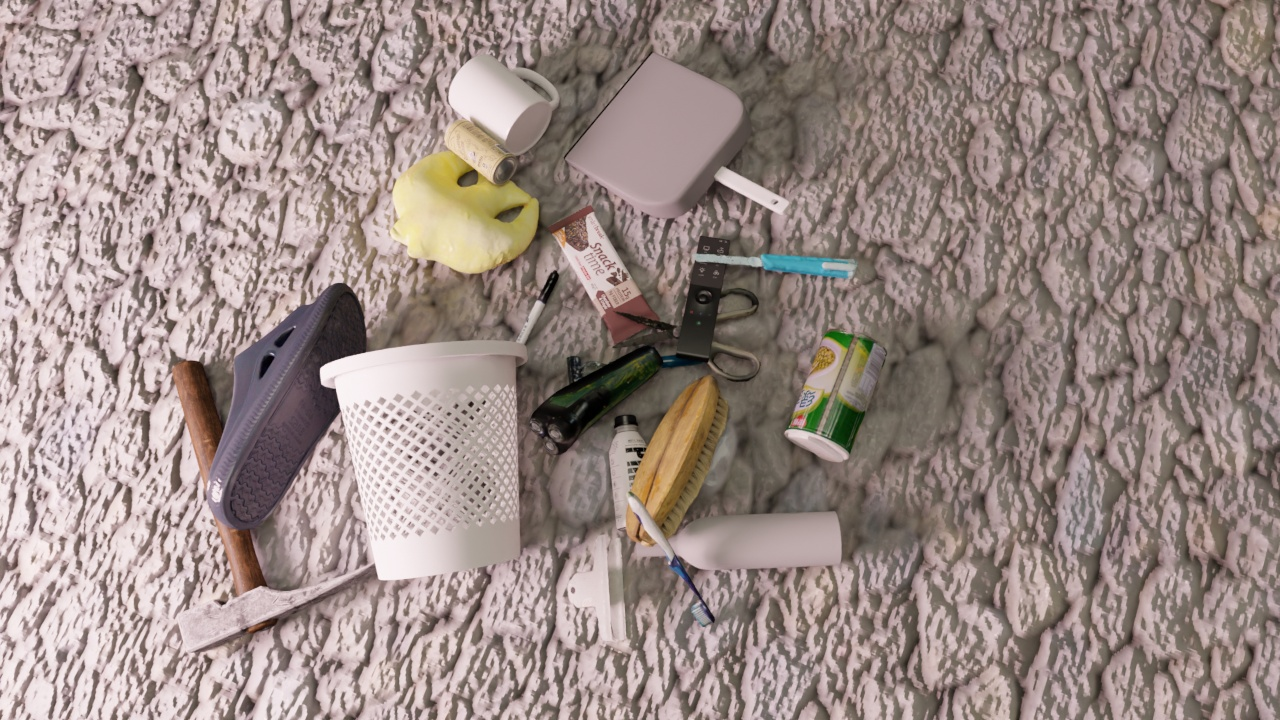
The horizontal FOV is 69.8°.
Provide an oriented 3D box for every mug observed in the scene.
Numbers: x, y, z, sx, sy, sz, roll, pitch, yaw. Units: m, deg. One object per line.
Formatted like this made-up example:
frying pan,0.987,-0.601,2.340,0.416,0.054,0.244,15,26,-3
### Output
mug,-0.145,-0.296,1.041,0.090,0.074,0.110,41,55,13

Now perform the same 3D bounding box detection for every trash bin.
trash bin,-0.194,0.097,0.880,0.195,0.195,0.199,-8,84,1

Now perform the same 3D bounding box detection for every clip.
clip,-0.039,0.226,0.908,0.057,0.052,0.102,5,72,-25

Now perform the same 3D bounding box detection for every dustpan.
dustpan,0.057,-0.223,0.994,0.258,0.033,0.163,36,85,32

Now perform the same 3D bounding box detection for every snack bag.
snack bag,-0.041,-0.096,1.003,0.057,0.013,0.158,-28,75,-6

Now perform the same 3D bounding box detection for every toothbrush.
toothbrush,0.028,0.188,0.855,0.017,0.189,0.016,-30,30,-1

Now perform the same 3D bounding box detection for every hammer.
hammer,-0.397,0.121,0.952,0.217,0.037,0.300,-23,74,-3

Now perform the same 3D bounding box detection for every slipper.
slipper,-0.365,0.039,0.924,0.083,0.111,0.267,12,61,17

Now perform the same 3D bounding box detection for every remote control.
remote control,0.067,-0.067,0.972,0.034,0.013,0.149,10,63,6

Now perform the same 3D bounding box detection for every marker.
marker,-0.123,-0.032,0.991,0.011,0.011,0.152,24,77,9

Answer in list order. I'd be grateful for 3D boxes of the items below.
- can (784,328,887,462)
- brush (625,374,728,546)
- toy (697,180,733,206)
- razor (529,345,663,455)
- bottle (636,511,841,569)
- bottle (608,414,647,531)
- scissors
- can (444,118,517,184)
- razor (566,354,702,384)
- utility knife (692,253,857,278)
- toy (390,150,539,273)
can,0.197,0.035,0.924,0.067,0.067,0.120,22,76,9
brush,0.038,0.097,0.905,0.059,0.043,0.194,-8,45,43
toy,0.065,-0.225,1.024,0.049,0.030,0.111,-15,68,-16
razor,-0.041,0.038,0.934,0.151,0.067,0.054,-34,107,1
bottle,0.094,0.178,0.898,0.195,0.052,0.052,-3,74,3
bottle,-0.010,0.113,0.929,0.041,0.041,0.116,-7,74,1
scissors,0.060,-0.028,0.968,0.157,0.013,0.166,-37,71,-17
can,-0.176,-0.230,1.007,0.079,0.038,0.038,39,80,18
razor,-0.006,0.006,0.969,0.144,0.022,0.042,-8,75,1
utility knife,0.144,-0.107,0.983,0.179,0.015,0.022,6,76,-3
toy,-0.201,-0.162,1.004,0.170,0.065,0.154,43,63,17
